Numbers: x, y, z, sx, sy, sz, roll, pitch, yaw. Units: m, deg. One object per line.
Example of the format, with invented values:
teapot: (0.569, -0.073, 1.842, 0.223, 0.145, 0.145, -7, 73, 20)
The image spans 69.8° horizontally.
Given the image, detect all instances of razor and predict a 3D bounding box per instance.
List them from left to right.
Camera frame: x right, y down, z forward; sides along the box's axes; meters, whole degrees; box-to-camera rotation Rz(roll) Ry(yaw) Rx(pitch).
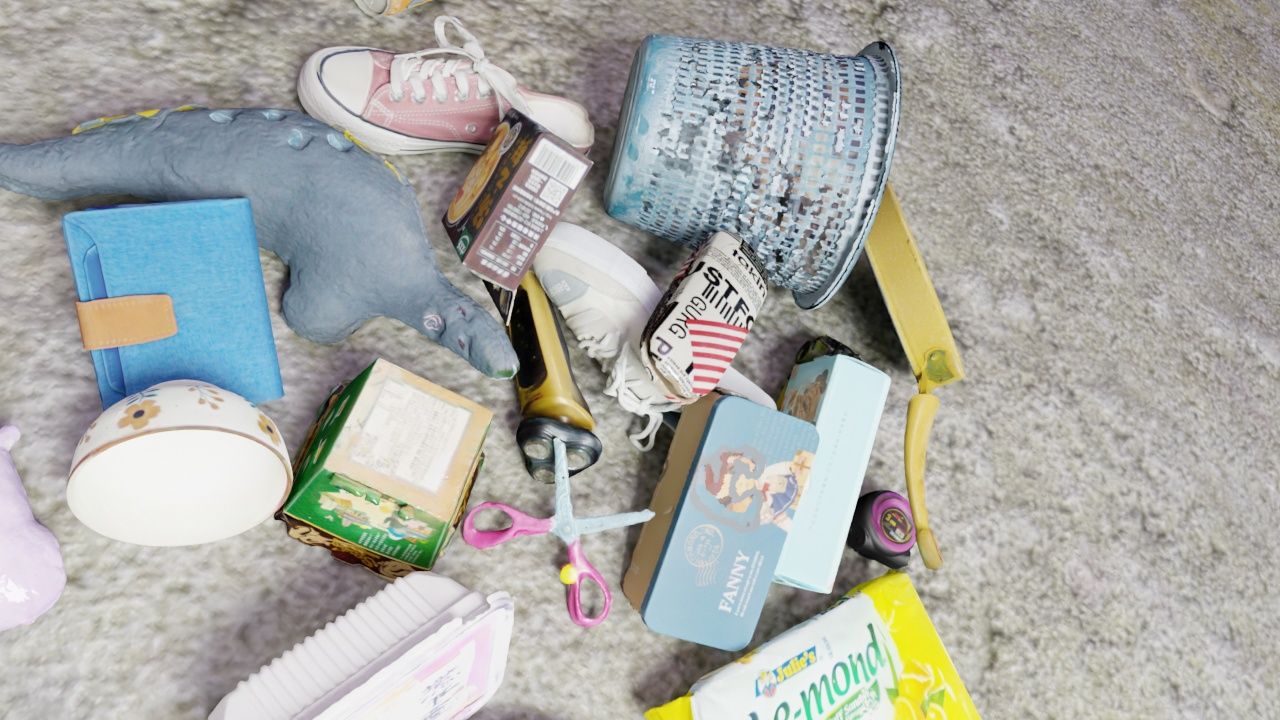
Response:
razor: (-0.074, 0.006, 0.678, 0.067, 0.062, 0.167, 19, 48, -51)

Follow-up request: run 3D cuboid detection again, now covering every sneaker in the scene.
sneaker: (-0.141, -0.211, 0.728, 0.240, 0.088, 0.118, 7, 63, -25)
sneaker: (-0.004, 0.004, 0.694, 0.242, 0.090, 0.090, 43, 61, -15)

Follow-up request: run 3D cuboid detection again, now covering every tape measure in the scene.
tape measure: (0.198, 0.138, 0.760, 0.057, 0.039, 0.057, 26, 62, -14)

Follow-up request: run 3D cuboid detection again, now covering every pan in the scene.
pan: (0.223, 0.001, 0.761, 0.198, 0.078, 0.356, 49, 26, -46)

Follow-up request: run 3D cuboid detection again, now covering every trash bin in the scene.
trash bin: (0.077, -0.172, 0.763, 0.195, 0.227, 0.226, 12, 60, -7)

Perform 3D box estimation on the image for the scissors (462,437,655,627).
scissors: (-0.055, 0.119, 0.628, 0.133, 0.017, 0.133, -5, 93, 0)

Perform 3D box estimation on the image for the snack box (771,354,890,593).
snack box: (0.129, 0.085, 0.697, 0.051, 0.074, 0.174, 23, 77, -14)

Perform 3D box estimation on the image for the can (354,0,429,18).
can: (-0.180, -0.345, 0.793, 0.058, 0.058, 0.145, 49, 55, 2)

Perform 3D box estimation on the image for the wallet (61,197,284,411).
wallet: (-0.282, -0.030, 0.561, 0.106, 0.040, 0.133, -12, 103, -31)

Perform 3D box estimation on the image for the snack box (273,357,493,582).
snack box: (-0.152, 0.063, 0.576, 0.118, 0.106, 0.117, 27, 56, -15)

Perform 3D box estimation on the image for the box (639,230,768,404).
box: (0.051, -0.036, 0.654, 0.072, 0.060, 0.163, 63, 38, -31)

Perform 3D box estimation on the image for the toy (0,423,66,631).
toy: (-0.358, 0.097, 0.494, 0.083, 0.039, 0.108, -28, 87, -31)

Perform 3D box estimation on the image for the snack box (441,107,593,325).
snack box: (-0.093, -0.106, 0.649, 0.053, 0.113, 0.126, 29, 100, -28)

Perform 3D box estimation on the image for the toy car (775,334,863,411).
toy car: (0.143, 0.047, 0.773, 0.071, 0.041, 0.155, 35, 66, -8)

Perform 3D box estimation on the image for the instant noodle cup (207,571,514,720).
instant noodle cup: (-0.157, 0.188, 0.506, 0.060, 0.138, 0.173, 40, 51, 22)

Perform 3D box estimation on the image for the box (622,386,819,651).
box: (0.053, 0.114, 0.644, 0.089, 0.062, 0.184, 17, 88, -20)

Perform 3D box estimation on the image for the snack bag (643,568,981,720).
snack bag: (0.134, 0.264, 0.646, 0.245, 0.068, 0.158, -17, 75, -33)

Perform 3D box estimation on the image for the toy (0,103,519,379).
toy: (-0.233, -0.096, 0.625, 0.356, 0.092, 0.137, 26, 69, -11)

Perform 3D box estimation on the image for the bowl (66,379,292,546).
bowl: (-0.262, 0.052, 0.529, 0.113, 0.114, 0.062, 2, 46, -26)
